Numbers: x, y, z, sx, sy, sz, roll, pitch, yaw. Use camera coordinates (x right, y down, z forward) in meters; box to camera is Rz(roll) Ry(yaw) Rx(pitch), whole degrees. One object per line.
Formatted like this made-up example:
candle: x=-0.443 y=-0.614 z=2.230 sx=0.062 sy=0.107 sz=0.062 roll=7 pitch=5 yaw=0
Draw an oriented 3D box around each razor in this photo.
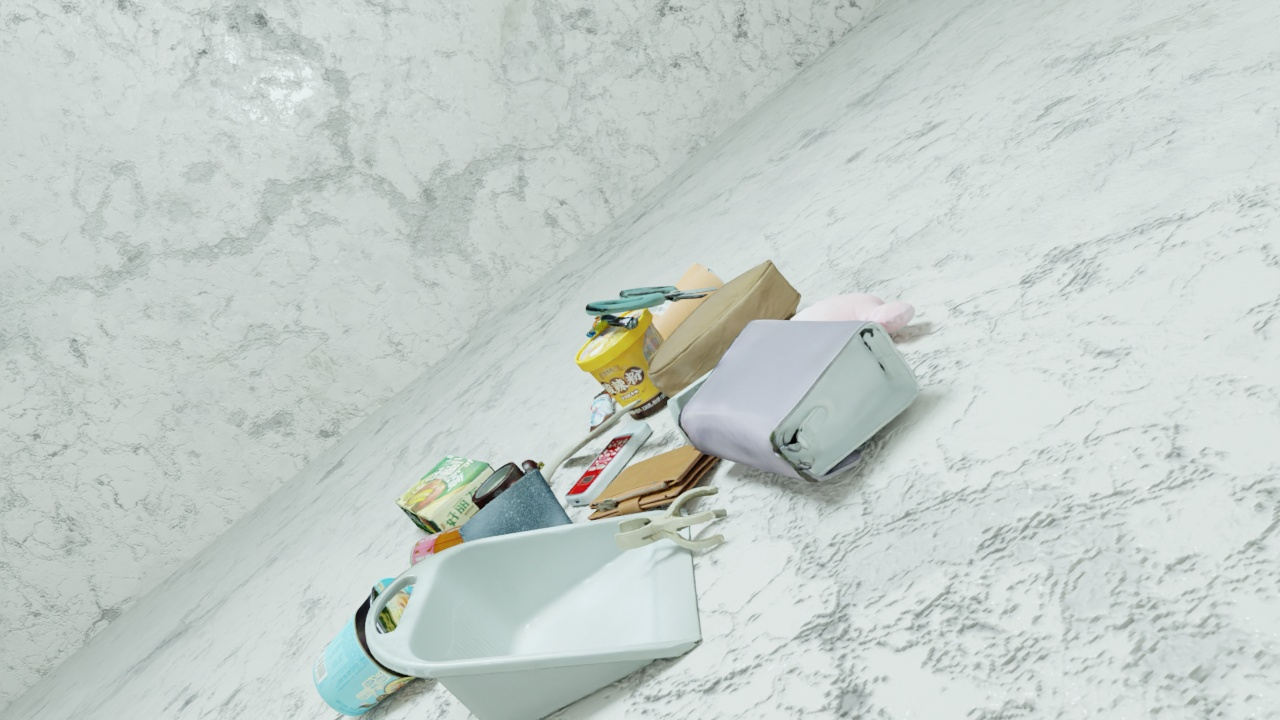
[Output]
razor: x=-0.036 y=-0.049 z=1.184 sx=0.042 sy=0.022 sz=0.143 roll=-45 pitch=17 yaw=-15

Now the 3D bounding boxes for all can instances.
can: x=-0.230 y=0.239 z=1.155 sx=0.148 sy=0.058 sz=0.057 roll=-24 pitch=20 yaw=43

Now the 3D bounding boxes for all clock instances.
clock: x=-0.169 y=0.173 z=1.213 sx=0.122 sy=0.055 sz=0.081 roll=-33 pitch=15 yaw=28

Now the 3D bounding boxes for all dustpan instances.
dustpan: x=-0.098 y=0.201 z=0.804 sx=0.258 sy=0.142 sz=0.222 roll=-36 pitch=15 yaw=11

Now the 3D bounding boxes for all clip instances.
clip: x=0.030 y=0.151 z=0.813 sx=0.104 sy=0.035 sz=0.089 roll=-22 pitch=22 yaw=-4

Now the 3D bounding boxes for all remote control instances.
remote control: x=-0.039 y=0.125 z=1.124 sx=0.056 sy=0.020 sz=0.135 roll=-19 pitch=24 yaw=53
remote control: x=0.085 y=0.038 z=0.971 sx=0.134 sy=0.056 sz=0.019 roll=-32 pitch=8 yaw=-40

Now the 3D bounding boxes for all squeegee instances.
squeegee: x=-0.119 y=0.165 z=1.100 sx=0.245 sy=0.039 sz=0.247 roll=-57 pitch=8 yaw=-31

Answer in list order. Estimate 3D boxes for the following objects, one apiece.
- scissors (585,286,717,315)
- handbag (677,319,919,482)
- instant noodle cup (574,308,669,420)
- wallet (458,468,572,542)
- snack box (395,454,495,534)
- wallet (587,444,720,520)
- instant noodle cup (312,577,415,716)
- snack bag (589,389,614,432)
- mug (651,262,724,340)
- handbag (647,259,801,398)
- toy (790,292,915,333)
scissors: x=0.018 y=-0.085 z=1.203 sx=0.174 sy=0.019 sz=0.176 roll=-9 pitch=10 yaw=6
handbag: x=0.133 y=0.037 z=0.833 sx=0.144 sy=0.098 sz=0.197 roll=-40 pitch=16 yaw=-16
instant noodle cup: x=-0.007 y=0.007 z=1.216 sx=0.118 sy=0.114 sz=0.118 roll=-34 pitch=16 yaw=11
wallet: x=-0.139 y=0.194 z=1.034 sx=0.121 sy=0.097 sz=0.019 roll=-38 pitch=-27 yaw=4
snack box: x=-0.281 y=0.205 z=1.364 sx=0.114 sy=0.063 sz=0.240 roll=-43 pitch=15 yaw=-21
wallet: x=0.015 y=0.126 z=0.957 sx=0.132 sy=0.031 sz=0.107 roll=-25 pitch=9 yaw=40
instant noodle cup: x=-0.283 y=0.315 z=0.986 sx=0.120 sy=0.111 sz=0.111 roll=-44 pitch=13 yaw=11
snack bag: x=-0.055 y=0.073 z=1.304 sx=0.045 sy=0.026 sz=0.105 roll=-33 pitch=18 yaw=8
mug: x=0.067 y=-0.079 z=1.387 sx=0.122 sy=0.078 sz=0.078 roll=-46 pitch=16 yaw=-13
handbag: x=0.101 y=-0.025 z=1.108 sx=0.204 sy=0.100 sz=0.148 roll=-43 pitch=8 yaw=-17
toy: x=0.208 y=-0.032 z=0.942 sx=0.121 sy=0.054 sz=0.159 roll=-30 pitch=12 yaw=-13
